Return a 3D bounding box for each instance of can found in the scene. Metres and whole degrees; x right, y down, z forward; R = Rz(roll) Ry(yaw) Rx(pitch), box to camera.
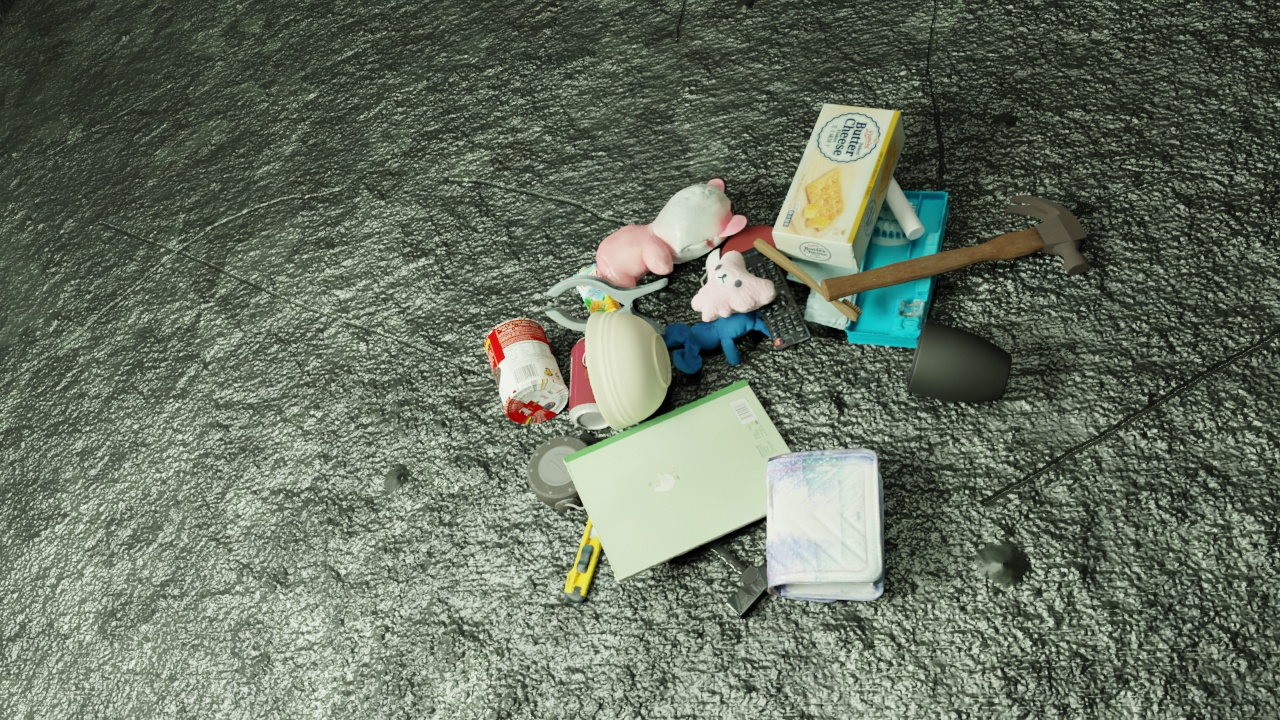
[{"bbox_3d":[-0.060,0.029,1.200,0.063,0.063,0.114,-10,56,14],"label":"can"},{"bbox_3d":[-0.154,0.014,1.229,0.086,0.087,0.116,-27,54,3],"label":"can"}]

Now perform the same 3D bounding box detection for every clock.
[{"bbox_3d":[-0.092,0.145,1.150,0.091,0.044,0.123,-42,56,-13],"label":"clock"},{"bbox_3d":[0.148,-0.125,1.228,0.137,0.048,0.096,-30,54,1],"label":"clock"}]

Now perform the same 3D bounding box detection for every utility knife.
[{"bbox_3d":[-0.059,0.216,1.114,0.030,0.017,0.162,10,60,15],"label":"utility knife"}]

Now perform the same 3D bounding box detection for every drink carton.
[{"bbox_3d":[-0.054,-0.079,1.279,0.044,0.038,0.128,-29,55,1],"label":"drink carton"}]

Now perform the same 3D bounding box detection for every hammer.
[{"bbox_3d":[0.377,-0.123,1.112,0.323,0.033,0.115,-14,61,-3],"label":"hammer"},{"bbox_3d":[0.037,0.171,1.105,0.095,0.015,0.325,-45,55,-11],"label":"hammer"}]

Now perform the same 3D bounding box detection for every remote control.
[{"bbox_3d":[0.167,-0.079,1.155,0.047,0.022,0.150,-21,62,5],"label":"remote control"}]

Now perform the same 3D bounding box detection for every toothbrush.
[{"bbox_3d":[0.206,-0.103,1.137,0.167,0.016,0.016,40,72,22],"label":"toothbrush"}]

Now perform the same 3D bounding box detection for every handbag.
[{"bbox_3d":[0.201,0.179,1.004,0.127,0.069,0.158,-4,57,17],"label":"handbag"}]

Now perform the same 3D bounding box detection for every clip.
[{"bbox_3d":[-0.044,-0.090,1.205,0.163,0.108,0.028,6,18,4],"label":"clip"}]

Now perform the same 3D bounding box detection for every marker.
[{"bbox_3d":[0.322,-0.210,1.174,0.027,0.023,0.133,-13,57,-9],"label":"marker"}]

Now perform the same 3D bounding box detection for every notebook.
[{"bbox_3d":[0.054,0.136,1.093,0.252,0.010,0.181,-23,55,-8],"label":"notebook"}]

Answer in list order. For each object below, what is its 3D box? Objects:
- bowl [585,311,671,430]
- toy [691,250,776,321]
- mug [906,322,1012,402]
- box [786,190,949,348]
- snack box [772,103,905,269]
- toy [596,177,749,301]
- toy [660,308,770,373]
[{"bbox_3d":[-0.007,0.007,1.138,0.075,0.151,0.150,-10,56,16],"label":"bowl"},{"bbox_3d":[0.108,-0.086,1.139,0.096,0.053,0.099,-35,52,-6],"label":"toy"},{"bbox_3d":[0.369,-0.001,1.058,0.100,0.085,0.118,14,34,14],"label":"mug"},{"bbox_3d":[0.287,-0.129,1.175,0.185,0.056,0.226,11,63,17],"label":"box"},{"bbox_3d":[0.253,-0.223,1.158,0.104,0.057,0.207,14,70,26],"label":"snack box"},{"bbox_3d":[0.038,-0.170,1.256,0.213,0.084,0.141,-27,29,8],"label":"toy"},{"bbox_3d":[0.105,-0.030,1.175,0.176,0.071,0.112,-10,45,15],"label":"toy"}]
